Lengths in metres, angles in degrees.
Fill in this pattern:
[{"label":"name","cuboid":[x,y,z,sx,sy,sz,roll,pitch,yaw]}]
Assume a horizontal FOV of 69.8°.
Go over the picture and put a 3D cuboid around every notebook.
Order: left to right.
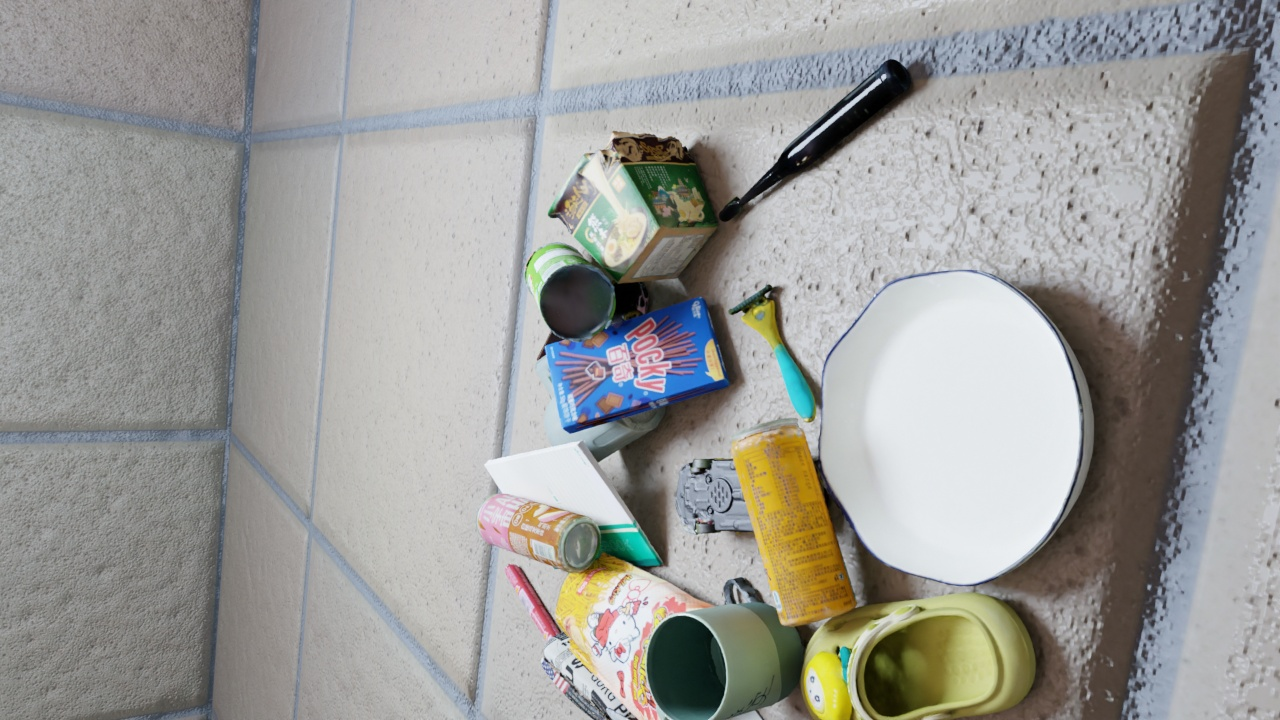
[{"label":"notebook","cuboid":[-0.076,0.157,0.963,0.210,0.012,0.150,-19,107,54]}]

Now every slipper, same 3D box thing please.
[{"label":"slipper","cuboid":[0.170,0.208,0.625,0.191,0.081,0.091,-35,58,45]}]

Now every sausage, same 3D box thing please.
[{"label":"sausage","cuboid":[-0.127,0.291,1.089,0.156,0.020,0.020,44,123,47]}]

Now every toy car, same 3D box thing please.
[{"label":"toy car","cuboid":[-0.033,-0.037,0.960,0.123,0.037,0.056,-44,52,29]},{"label":"toy car","cuboid":[0.089,0.112,0.773,0.156,0.041,0.071,-12,78,49]}]

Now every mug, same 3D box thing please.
[{"label":"mug","cuboid":[-0.046,0.034,0.918,0.104,0.083,0.124,-33,88,47]},{"label":"mug","cuboid":[0.062,0.243,0.719,0.082,0.106,0.112,51,118,34]}]

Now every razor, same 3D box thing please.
[{"label":"razor","cuboid":[0.115,-0.002,0.754,0.043,0.028,0.132,-32,55,14]}]

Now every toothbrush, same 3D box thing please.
[{"label":"toothbrush","cuboid":[0.131,-0.169,0.745,0.213,0.026,0.027,-35,26,50]}]

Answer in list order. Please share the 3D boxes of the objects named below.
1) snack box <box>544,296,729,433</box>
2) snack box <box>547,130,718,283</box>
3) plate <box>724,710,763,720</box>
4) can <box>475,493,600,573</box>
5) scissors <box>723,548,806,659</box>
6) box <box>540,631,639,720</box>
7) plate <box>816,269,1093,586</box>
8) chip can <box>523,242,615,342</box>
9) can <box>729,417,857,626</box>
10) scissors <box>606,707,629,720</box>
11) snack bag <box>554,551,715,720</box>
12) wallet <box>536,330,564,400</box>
[{"label":"snack box","cuboid":[-0.005,0.005,0.841,0.157,0.026,0.084,-17,68,9]},{"label":"snack box","cuboid":[0.000,-0.135,0.862,0.118,0.118,0.105,-49,60,41]},{"label":"plate","cuboid":[0.060,0.416,0.806,0.162,0.034,0.265,-11,80,54]},{"label":"can","cuboid":[-0.108,0.177,0.953,0.147,0.057,0.058,6,93,46]},{"label":"scissors","cuboid":[0.123,0.225,0.746,0.160,0.014,0.172,2,91,54]},{"label":"box","cuboid":[-0.047,0.338,0.934,0.164,0.074,0.079,22,114,51]},{"label":"plate","cuboid":[0.205,0.043,0.611,0.205,0.045,0.205,-4,85,56]},{"label":"chip can","cuboid":[-0.074,-0.074,0.909,0.236,0.072,0.072,-131,49,-75]},{"label":"can","cuboid":[0.112,0.120,0.683,0.058,0.058,0.146,-32,68,50]},{"label":"scissors","cuboid":[0.070,0.354,0.746,0.224,0.021,0.220,-11,81,29]},{"label":"snack bag","cuboid":[0.000,0.262,0.860,0.208,0.073,0.128,17,85,56]},{"label":"wallet","cuboid":[-0.082,0.014,1.042,0.097,0.020,0.122,-53,46,39]}]
